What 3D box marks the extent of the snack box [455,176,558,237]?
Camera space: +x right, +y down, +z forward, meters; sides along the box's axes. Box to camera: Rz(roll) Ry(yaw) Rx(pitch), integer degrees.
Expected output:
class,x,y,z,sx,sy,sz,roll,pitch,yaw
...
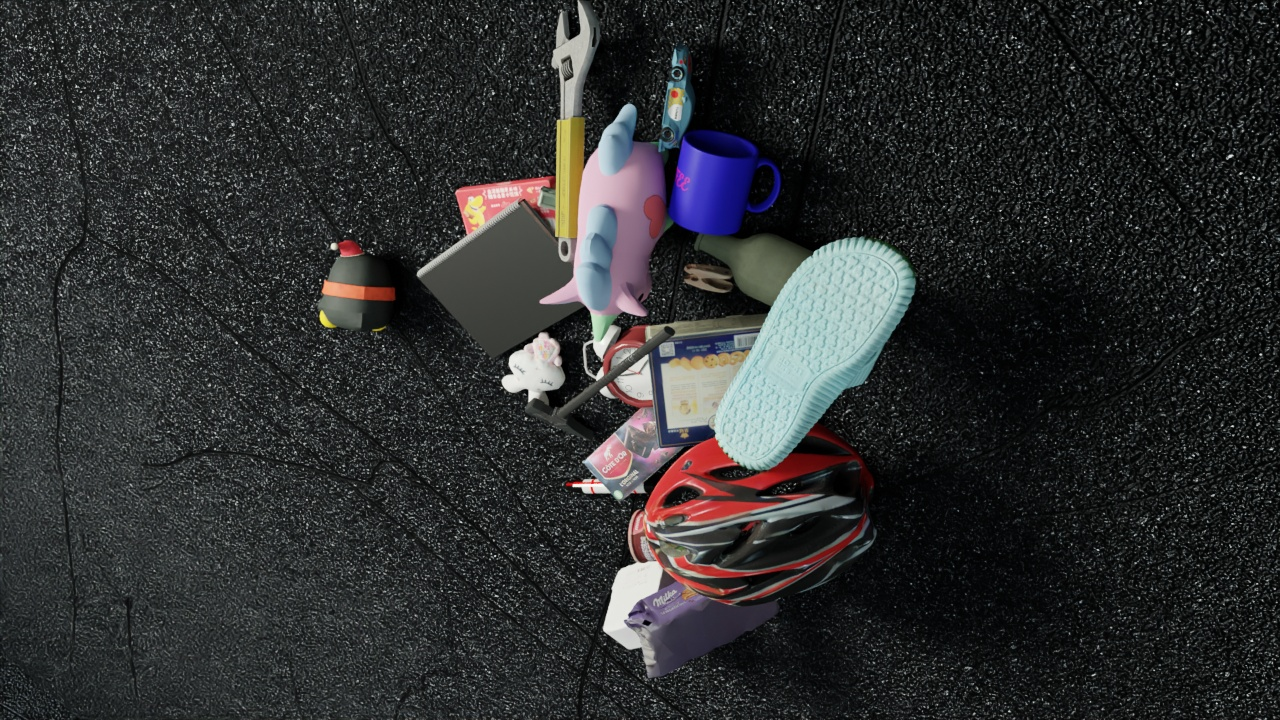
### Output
class,x,y,z,sx,sy,sz,roll,pitch,yaw
snack box,-0.153,-0.170,1.106,0.133,0.021,0.089,-1,116,26

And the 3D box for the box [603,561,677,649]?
class,x,y,z,sx,sy,sz,roll,pitch,yaw
box,0.033,0.351,1.260,0.103,0.109,0.130,-27,122,33

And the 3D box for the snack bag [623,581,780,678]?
class,x,y,z,sx,sy,sz,roll,pitch,yaw
snack bag,0.085,0.321,1.171,0.058,0.205,0.096,35,146,62

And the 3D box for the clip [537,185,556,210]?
class,x,y,z,sx,sy,sz,roll,pitch,yaw
clip,-0.080,-0.179,1.049,0.076,0.047,0.023,14,114,-10

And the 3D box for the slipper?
class,x,y,z,sx,sy,sz,roll,pitch,yaw
slipper,0.171,-0.005,0.927,0.116,0.069,0.277,38,113,14

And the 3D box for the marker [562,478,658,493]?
class,x,y,z,sx,sy,sz,roll,pitch,yaw
marker,-0.044,0.170,1.242,0.146,0.019,0.019,-5,114,27

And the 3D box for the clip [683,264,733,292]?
class,x,y,z,sx,sy,sz,roll,pitch,yaw
clip,0.077,-0.092,1.040,0.062,0.025,0.047,37,126,5

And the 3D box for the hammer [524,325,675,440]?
class,x,y,z,sx,sy,sz,roll,pitch,yaw
hammer,-0.037,0.028,1.079,0.095,0.015,0.326,29,149,-16

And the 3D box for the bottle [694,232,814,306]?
class,x,y,z,sx,sy,sz,roll,pitch,yaw
bottle,0.156,-0.089,0.975,0.207,0.071,0.072,27,124,10

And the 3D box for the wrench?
class,x,y,z,sx,sy,sz,roll,pitch,yaw
wrench,-0.073,-0.241,0.991,0.084,0.018,0.273,22,115,52

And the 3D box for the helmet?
class,x,y,z,sx,sy,sz,roll,pitch,yaw
helmet,0.134,0.182,1.043,0.272,0.166,0.217,-24,128,15

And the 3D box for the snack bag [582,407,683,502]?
class,x,y,z,sx,sy,sz,roll,pitch,yaw
snack bag,-0.004,0.115,1.184,0.074,0.018,0.156,47,121,3

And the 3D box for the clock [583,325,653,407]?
class,x,y,z,sx,sy,sz,roll,pitch,yaw
clock,-0.007,0.007,1.118,0.138,0.048,0.096,8,119,20

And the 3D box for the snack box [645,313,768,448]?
class,x,y,z,sx,sy,sz,roll,pitch,yaw
snack box,0.084,0.025,1.056,0.144,0.042,0.145,-6,116,1

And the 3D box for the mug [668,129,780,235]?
class,x,y,z,sx,sy,sz,roll,pitch,yaw
mug,0.091,-0.184,0.957,0.111,0.079,0.084,5,123,-10

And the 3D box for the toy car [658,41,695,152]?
class,x,y,z,sx,sy,sz,roll,pitch,yaw
toy car,0.042,-0.268,0.940,0.027,0.060,0.108,12,121,5

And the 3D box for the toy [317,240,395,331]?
class,x,y,z,sx,sy,sz,roll,pitch,yaw
toy,-0.370,-0.097,1.210,0.100,0.097,0.119,-159,74,-65

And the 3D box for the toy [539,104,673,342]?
class,x,y,z,sx,sy,sz,roll,pitch,yaw
toy,-0.026,-0.146,0.967,0.120,0.170,0.222,8,120,21

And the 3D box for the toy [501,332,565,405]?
class,x,y,z,sx,sy,sz,roll,pitch,yaw
toy,-0.136,0.015,1.189,0.076,0.037,0.126,31,133,-2

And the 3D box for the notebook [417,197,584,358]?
class,x,y,z,sx,sy,sz,roll,pitch,yaw
notebook,-0.166,-0.096,1.137,0.207,0.016,0.149,-26,113,37

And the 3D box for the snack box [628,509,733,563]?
class,x,y,z,sx,sy,sz,roll,pitch,yaw
snack box,0.053,0.228,1.197,0.121,0.072,0.072,-7,113,27
